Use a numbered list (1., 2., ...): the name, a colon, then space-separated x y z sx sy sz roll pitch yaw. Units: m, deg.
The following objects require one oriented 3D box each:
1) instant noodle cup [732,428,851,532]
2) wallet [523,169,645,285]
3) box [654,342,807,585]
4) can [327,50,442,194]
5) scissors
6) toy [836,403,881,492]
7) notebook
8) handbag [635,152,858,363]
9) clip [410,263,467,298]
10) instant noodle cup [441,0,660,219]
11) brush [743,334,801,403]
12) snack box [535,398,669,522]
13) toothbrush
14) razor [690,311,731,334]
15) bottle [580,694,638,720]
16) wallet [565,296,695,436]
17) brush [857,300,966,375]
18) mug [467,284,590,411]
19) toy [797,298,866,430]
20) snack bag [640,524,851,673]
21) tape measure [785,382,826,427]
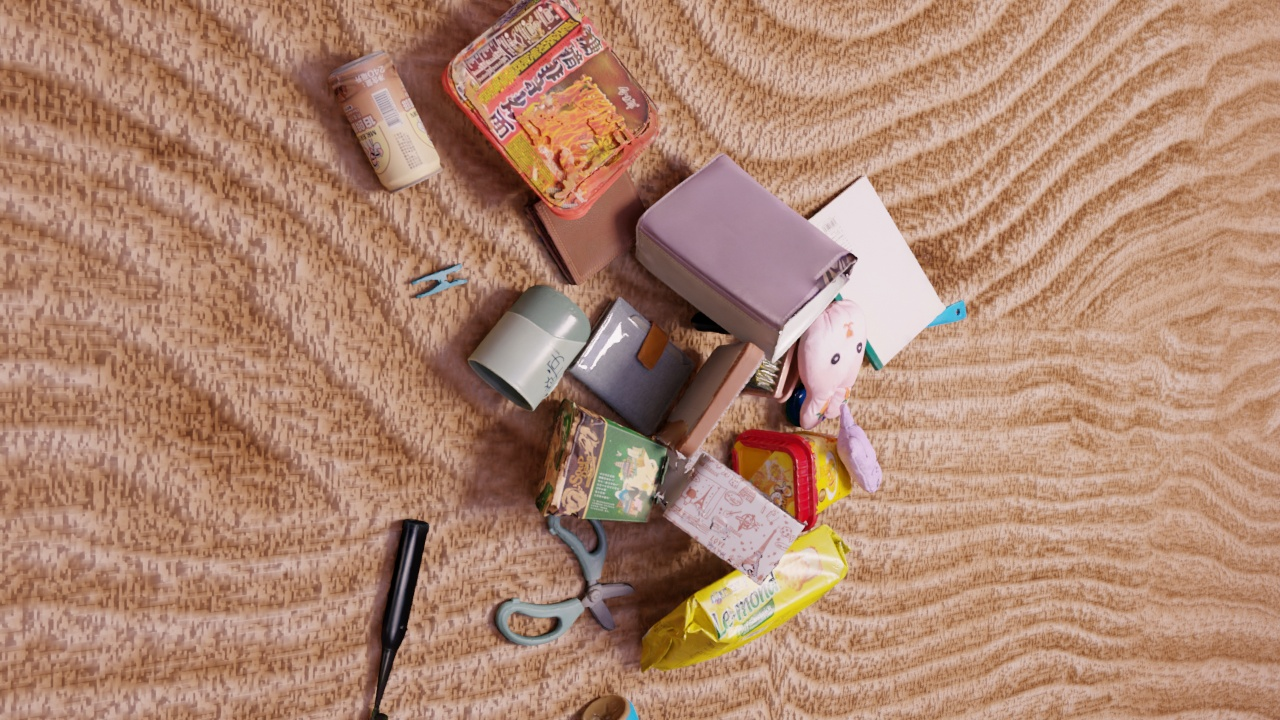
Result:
1. instant noodle cup: 0.189 0.135 1.108 0.123 0.116 0.116 -10 100 -43
2. wallet: -0.050 -0.151 0.970 0.124 0.032 0.101 -39 117 -22
3. box: 0.106 0.105 0.981 0.157 0.181 0.197 35 86 -5
4. can: -0.230 -0.215 0.832 0.058 0.059 0.116 -34 112 -25
5. scissors: -0.088 0.249 0.997 0.180 0.019 0.170 -34 113 -25
6. toy: 0.258 0.112 1.087 0.108 0.039 0.083 54 27 -38
7. notebook: 0.294 -0.113 1.167 0.150 0.012 0.209 -39 102 -26
8. handbag: 0.111 -0.112 0.977 0.197 0.098 0.144 40 71 18
9. clip: -0.197 -0.078 0.895 0.056 0.014 0.045 -26 110 -28
10. instant noodle cup: -0.087 -0.247 0.898 0.164 0.079 0.189 -47 108 -19
11. brush: 0.167 -0.025 1.100 0.073 0.063 0.145 22 82 -28
12. snack box: -0.039 0.111 0.939 0.105 0.117 0.118 16 88 -13
13. toothbrush: -0.240 0.262 0.898 0.027 0.026 0.212 11 89 13
14. razor: 0.102 -0.110 1.061 0.067 0.062 0.167 24 75 -62
15. bottle: -0.005 0.486 1.046 0.065 0.065 0.219 -28 109 -27
16. wallet: -0.006 0.006 1.010 0.129 0.037 0.106 42 74 -29
17. brush: 0.337 -0.038 1.208 0.254 0.046 0.083 -17 100 -24
18. mug: -0.104 -0.008 0.928 0.106 0.082 0.112 -53 149 -17
19. toy: 0.229 0.006 1.103 0.121 0.054 0.160 -23 124 -40
20. snack bag: 0.122 0.279 1.049 0.246 0.158 0.068 -19 66 -29
21. tape measure: 0.208 0.057 1.155 0.054 0.025 0.058 -32 107 -23
